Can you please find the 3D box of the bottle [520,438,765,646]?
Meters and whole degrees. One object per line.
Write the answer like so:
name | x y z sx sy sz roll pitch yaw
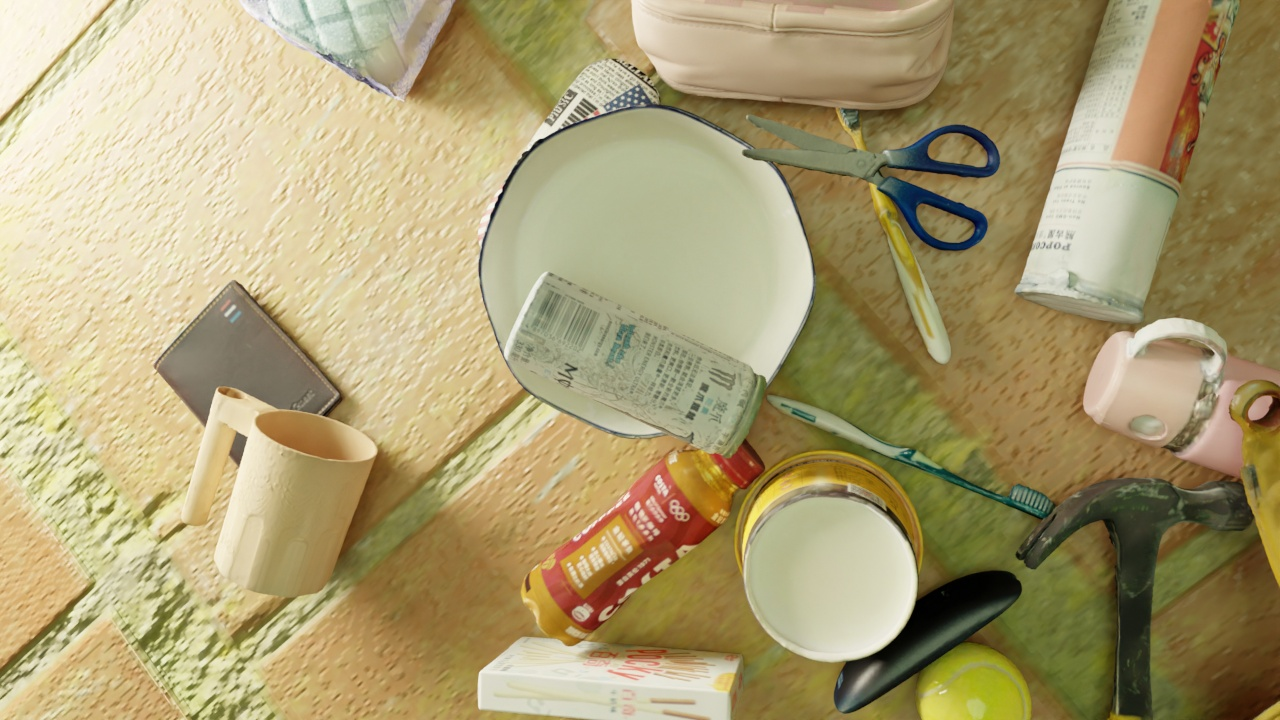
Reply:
bottle | 0.003 0.111 0.596 0.175 0.057 0.057 -42 82 8

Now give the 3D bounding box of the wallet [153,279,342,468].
wallet | -0.290 0.016 0.678 0.096 0.020 0.122 -45 84 8

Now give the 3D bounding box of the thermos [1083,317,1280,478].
thermos | 0.361 0.033 0.511 0.199 0.087 0.067 21 52 11

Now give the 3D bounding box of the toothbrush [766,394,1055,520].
toothbrush | 0.170 0.058 0.584 0.192 0.016 0.018 23 84 11

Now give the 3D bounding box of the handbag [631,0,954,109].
handbag | 0.108 -0.279 0.571 0.193 0.093 0.234 12 77 14

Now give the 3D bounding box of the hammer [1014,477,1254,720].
hammer | 0.288 0.231 0.546 0.126 0.032 0.323 1 91 5

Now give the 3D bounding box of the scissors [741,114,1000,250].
scissors | 0.142 -0.107 0.559 0.172 0.012 0.133 -19 98 -10

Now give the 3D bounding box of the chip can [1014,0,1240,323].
chip can | 0.285 -0.134 0.533 0.071 0.071 0.215 16 93 11

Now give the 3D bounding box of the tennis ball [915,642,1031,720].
tennis ball | 0.199 0.203 0.551 0.065 0.065 0.065 0 89 12

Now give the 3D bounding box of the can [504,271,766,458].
can | -0.003 0.003 0.540 0.146 0.058 0.058 25 95 -4

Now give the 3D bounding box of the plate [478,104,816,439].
plate | 0.004 -0.055 0.582 0.205 0.045 0.205 0 100 1

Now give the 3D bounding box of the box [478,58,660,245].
box | -0.047 -0.126 0.620 0.068 0.052 0.164 37 98 -5

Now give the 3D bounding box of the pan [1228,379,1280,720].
pan | 0.376 0.182 0.488 0.198 0.078 0.357 -19 105 5

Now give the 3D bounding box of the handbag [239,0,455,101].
handbag | -0.177 -0.294 0.628 0.134 0.075 0.194 31 97 6

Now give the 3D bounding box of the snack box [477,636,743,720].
snack box | -0.016 0.204 0.585 0.157 0.084 0.027 0 88 11

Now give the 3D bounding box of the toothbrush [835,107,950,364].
toothbrush | 0.160 -0.088 0.584 0.016 0.018 0.191 -20 84 12

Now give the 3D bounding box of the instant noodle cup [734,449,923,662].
instant noodle cup | 0.111 0.116 0.545 0.118 0.114 0.118 0 89 11

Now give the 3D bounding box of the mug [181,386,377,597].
mug | -0.256 0.089 0.635 0.125 0.084 0.103 23 99 12

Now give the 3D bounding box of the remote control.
remote control | 0.170 0.167 0.563 0.136 0.053 0.024 -39 91 9
